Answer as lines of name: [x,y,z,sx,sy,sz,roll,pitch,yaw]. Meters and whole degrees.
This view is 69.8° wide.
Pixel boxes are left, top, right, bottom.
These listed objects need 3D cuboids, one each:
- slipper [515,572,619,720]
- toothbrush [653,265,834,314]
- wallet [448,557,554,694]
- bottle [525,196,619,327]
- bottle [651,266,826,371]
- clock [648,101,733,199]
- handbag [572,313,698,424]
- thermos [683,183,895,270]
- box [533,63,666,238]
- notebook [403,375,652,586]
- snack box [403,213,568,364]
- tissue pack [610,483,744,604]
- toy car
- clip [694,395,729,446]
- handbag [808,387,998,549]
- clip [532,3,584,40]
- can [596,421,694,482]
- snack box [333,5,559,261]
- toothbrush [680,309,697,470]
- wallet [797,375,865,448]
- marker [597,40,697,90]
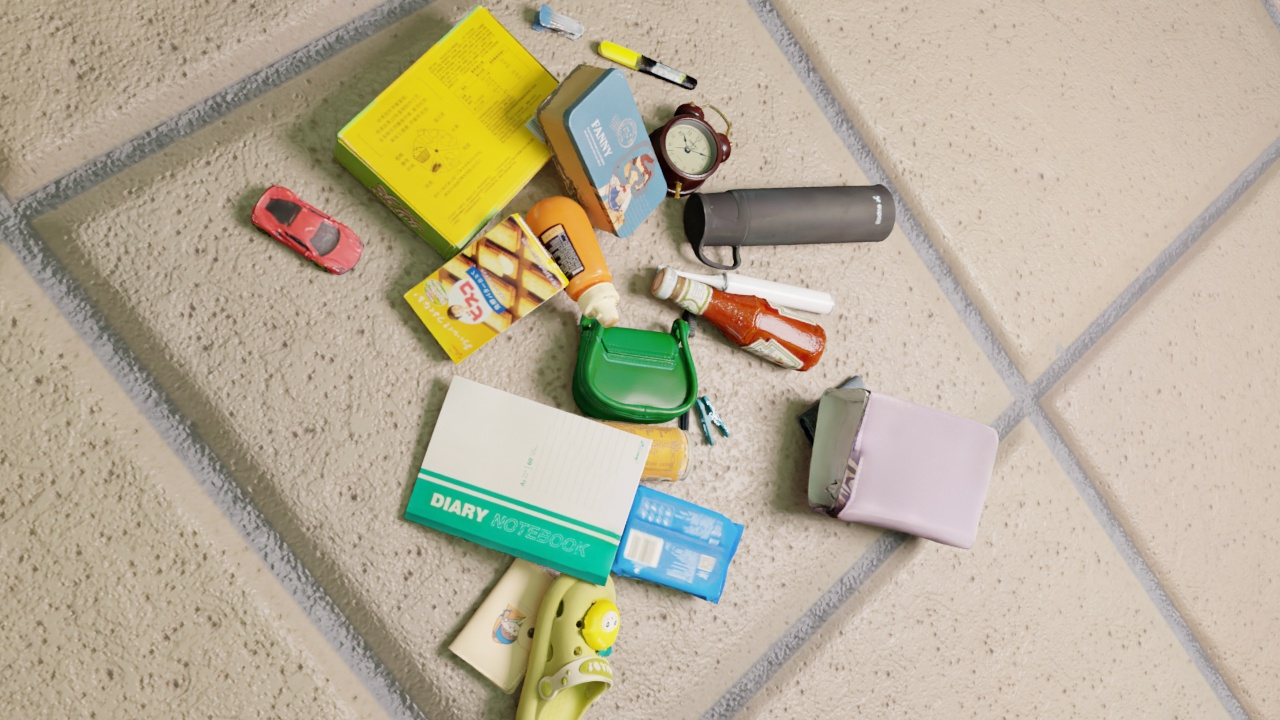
slipper: [-0.058,0.297,0.891,0.091,0.082,0.190,25,80,-50]
toothbrush: [0.119,-0.083,1.042,0.220,0.027,0.026,9,105,-19]
wallet: [-0.122,0.263,0.912,0.087,0.024,0.115,43,68,-14]
bottle: [-0.063,-0.096,0.935,0.066,0.067,0.149,-21,68,-21]
bottle: [0.109,-0.048,1.014,0.206,0.060,0.059,23,76,-18]
clock: [0.054,-0.237,1.023,0.082,0.055,0.121,45,69,-9]
handbag: [-0.006,0.006,0.963,0.131,0.068,0.120,6,76,-19]
thermos: [0.171,-0.154,1.055,0.242,0.068,0.090,-6,102,-19]
box: [-0.039,-0.215,0.931,0.089,0.060,0.184,-51,144,-18]
notebook: [-0.110,0.116,0.893,0.209,0.012,0.150,17,84,6]
snack box: [-0.152,-0.070,0.904,0.140,0.033,0.087,-34,97,14]
tissue pack: [0.029,0.190,0.961,0.157,0.052,0.095,21,78,-16]
toy car: [-0.320,-0.125,0.886,0.106,0.031,0.049,34,74,-15]
clip: [0.078,0.065,1.016,0.039,0.014,0.056,-25,94,-22]
handbag: [0.289,0.120,1.026,0.197,0.099,0.144,16,78,-23]
clip: [-0.089,-0.369,1.008,0.058,0.045,0.027,9,79,-24]
can: [-0.022,0.094,0.951,0.146,0.058,0.058,6,81,-20]
snack box: [-0.179,-0.229,0.928,0.157,0.070,0.209,43,71,-11]
toothbrush: [0.052,0.036,1.010,0.016,0.014,0.189,7,80,-36]
wallet: [0.248,0.092,1.073,0.097,0.019,0.121,-32,97,-21]
marker: [0.009,-0.334,1.042,0.124,0.015,0.018,15,79,-21]
